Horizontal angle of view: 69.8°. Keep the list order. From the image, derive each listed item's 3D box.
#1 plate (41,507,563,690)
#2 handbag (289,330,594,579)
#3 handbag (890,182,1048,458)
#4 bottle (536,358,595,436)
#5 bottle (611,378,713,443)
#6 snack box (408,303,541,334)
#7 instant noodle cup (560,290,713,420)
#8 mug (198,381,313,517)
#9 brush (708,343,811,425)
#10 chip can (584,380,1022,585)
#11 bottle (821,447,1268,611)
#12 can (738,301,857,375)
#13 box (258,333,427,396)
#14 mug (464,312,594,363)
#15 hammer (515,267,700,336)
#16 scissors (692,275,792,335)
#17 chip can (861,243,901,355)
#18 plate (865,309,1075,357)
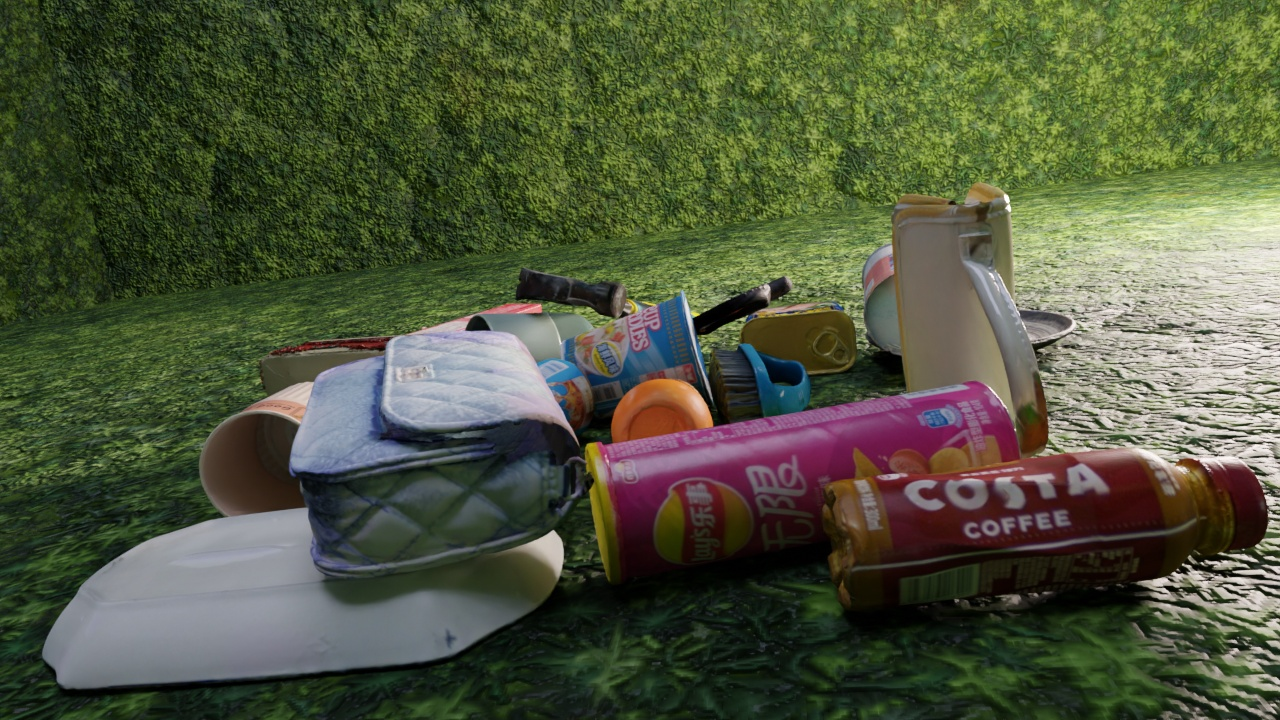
[{"bbox_3d":[-0.174,0.111,0.485,0.266,0.034,0.162,-6,12,6],"label":"plate"},{"bbox_3d":[-0.110,0.037,0.495,0.134,0.076,0.194,-9,18,-13],"label":"handbag"},{"bbox_3d":[0.190,-0.015,0.533,0.063,0.163,0.178,-8,12,7],"label":"handbag"},{"bbox_3d":[-0.123,0.055,0.646,0.065,0.065,0.218,2,16,39],"label":"bottle"},{"bbox_3d":[0.020,0.040,0.645,0.067,0.067,0.149,-6,5,8],"label":"bottle"},{"bbox_3d":[-0.197,-0.019,1.059,0.058,0.057,0.206,4,16,34],"label":"snack box"},{"bbox_3d":[-0.004,0.004,0.757,0.110,0.099,0.099,-15,11,5],"label":"instant noodle cup"},{"bbox_3d":[-0.229,0.068,0.643,0.114,0.082,0.106,18,9,-5],"label":"mug"},{"bbox_3d":[0.090,0.021,0.688,0.073,0.055,0.143,-8,12,1],"label":"brush"},{"bbox_3d":[0.081,0.061,0.471,0.210,0.071,0.071,-9,12,-7],"label":"chip can"},{"bbox_3d":[0.170,0.071,0.396,0.175,0.057,0.057,-7,12,3],"label":"bottle"},{"bbox_3d":[0.144,-0.021,0.849,0.102,0.057,0.083,-6,10,9],"label":"can"},{"bbox_3d":[-0.250,0.024,0.801,0.169,0.091,0.076,-3,10,22],"label":"box"},{"bbox_3d":[-0.103,0.004,0.831,0.106,0.082,0.112,-4,-20,-32],"label":"mug"},{"bbox_3d":[-0.012,-0.053,0.923,0.126,0.032,0.322,13,2,25],"label":"hammer"},{"bbox_3d":[0.050,-0.030,0.889,0.197,0.021,0.228,-25,0,-31],"label":"scissors"},{"bbox_3d":[0.234,-0.060,0.820,0.071,0.071,0.214,-4,12,15],"label":"chip can"},{"bbox_3d":[0.294,-0.019,0.827,0.179,0.024,0.179,-7,11,1],"label":"plate"}]
